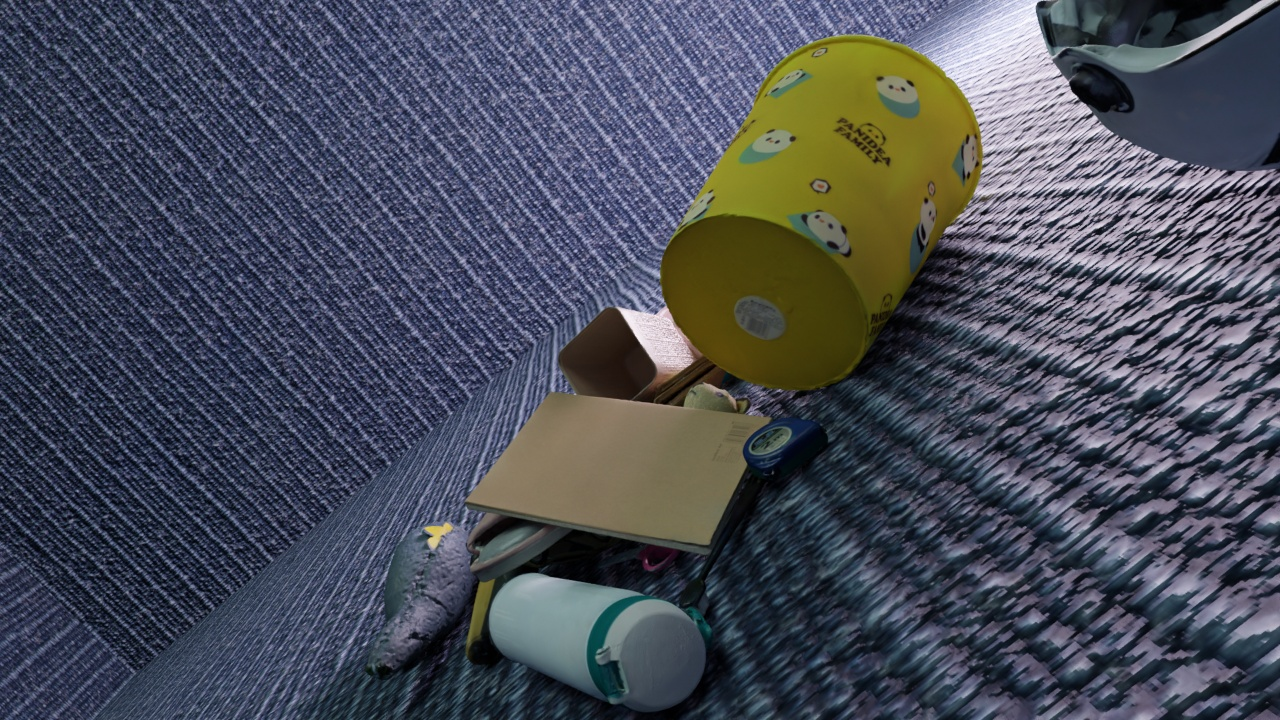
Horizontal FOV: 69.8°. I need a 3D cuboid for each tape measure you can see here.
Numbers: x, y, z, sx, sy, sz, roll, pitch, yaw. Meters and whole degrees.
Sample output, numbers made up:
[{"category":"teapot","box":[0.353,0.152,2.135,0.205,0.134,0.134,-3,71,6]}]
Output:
[{"category":"tape measure","box":[0.104,0.065,0.676,0.058,0.025,0.054,-35,18,-14]}]

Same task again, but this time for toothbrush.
[{"category":"toothbrush","box":[0.065,0.117,0.639,0.016,0.018,0.180,-15,20,32]}]

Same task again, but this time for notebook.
[{"category":"notebook","box":[-0.016,0.081,0.736,0.212,0.012,0.149,5,38,26]}]

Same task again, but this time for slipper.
[{"category":"slipper","box":[-0.074,0.109,0.820,0.114,0.054,0.273,-30,6,26]}]

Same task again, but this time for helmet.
[{"category":"helmet","box":[0.368,-0.193,0.518,0.229,0.146,0.258,-39,18,14]}]

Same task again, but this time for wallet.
[{"category":"wallet","box":[0.042,0.038,0.888,0.090,0.033,0.115,-35,-15,-16]}]

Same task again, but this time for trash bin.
[{"category":"trash bin","box":[0.155,-0.124,0.813,0.230,0.229,0.254,-28,21,50]}]

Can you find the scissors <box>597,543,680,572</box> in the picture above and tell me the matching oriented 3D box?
[{"category":"scissors","box":[0.003,0.149,0.729,0.064,0.017,0.136,-46,8,-32]}]

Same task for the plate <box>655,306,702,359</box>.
[{"category":"plate","box":[0.077,-0.053,1.033,0.192,0.039,0.192,-22,15,6]}]

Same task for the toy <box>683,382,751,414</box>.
[{"category":"toy","box":[0.029,0.073,0.789,0.156,0.066,0.105,-35,15,-37]}]

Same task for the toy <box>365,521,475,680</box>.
[{"category":"toy","box":[-0.231,0.239,0.971,0.138,0.091,0.356,-53,9,-4]}]

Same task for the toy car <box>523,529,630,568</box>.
[{"category":"toy car","box":[-0.049,0.149,0.816,0.159,0.042,0.070,-25,9,38]}]

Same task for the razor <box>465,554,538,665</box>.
[{"category":"razor","box":[-0.132,0.213,0.830,0.067,0.062,0.167,-7,20,4]}]

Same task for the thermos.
[{"category":"thermos","box":[-0.032,0.176,0.590,0.073,0.073,0.225,-44,11,-25]}]

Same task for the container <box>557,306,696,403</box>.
[{"category":"container","box":[-0.005,0.005,0.921,0.090,0.090,0.110,-42,-20,24]}]

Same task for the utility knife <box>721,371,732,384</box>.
[{"category":"utility knife","box":[0.147,-0.035,0.998,0.202,0.018,0.034,-39,9,-2]}]
